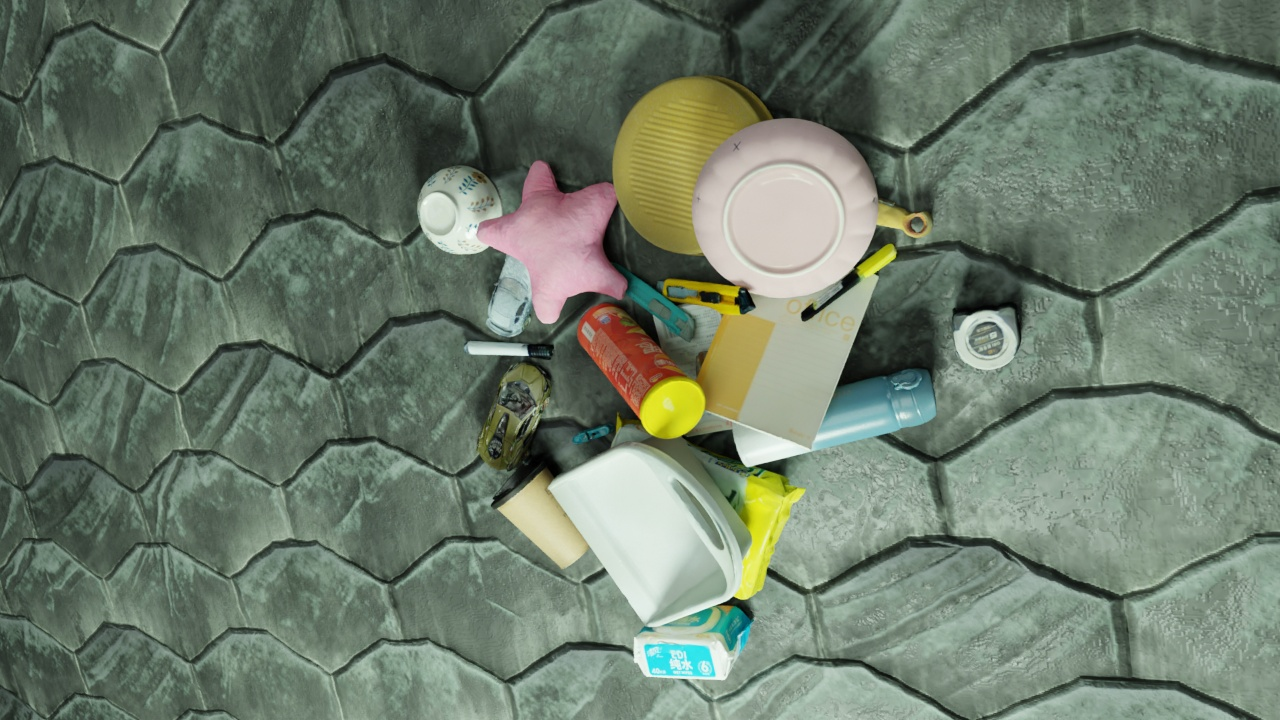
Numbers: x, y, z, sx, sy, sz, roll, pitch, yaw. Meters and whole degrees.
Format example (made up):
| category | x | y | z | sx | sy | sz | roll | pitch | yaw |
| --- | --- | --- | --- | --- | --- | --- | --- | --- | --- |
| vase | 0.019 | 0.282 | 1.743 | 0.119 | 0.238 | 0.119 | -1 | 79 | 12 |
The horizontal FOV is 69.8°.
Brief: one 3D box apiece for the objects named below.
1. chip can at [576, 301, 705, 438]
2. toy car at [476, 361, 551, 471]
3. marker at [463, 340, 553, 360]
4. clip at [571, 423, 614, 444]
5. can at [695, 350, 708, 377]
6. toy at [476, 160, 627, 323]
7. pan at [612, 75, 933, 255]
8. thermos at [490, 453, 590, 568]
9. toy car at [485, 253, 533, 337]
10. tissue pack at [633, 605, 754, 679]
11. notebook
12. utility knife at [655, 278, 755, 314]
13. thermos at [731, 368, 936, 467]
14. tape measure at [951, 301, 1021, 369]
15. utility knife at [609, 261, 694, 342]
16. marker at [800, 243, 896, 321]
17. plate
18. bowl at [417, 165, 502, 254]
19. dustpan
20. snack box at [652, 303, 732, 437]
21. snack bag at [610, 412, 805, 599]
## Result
| category | x | y | z | sx | sy | sz | roll | pitch | yaw |
| --- | --- | --- | --- | --- | --- | --- | --- | --- | --- |
| chip can | -0.006 | 0.006 | 1.030 | 0.216 | 0.073 | 0.073 | 47 | 128 | 55 |
| toy car | -0.169 | 0.074 | 1.211 | 0.070 | 0.042 | 0.158 | 29 | 112 | 14 |
| marker | -0.173 | -0.013 | 1.200 | 0.131 | 0.018 | 0.022 | 2 | 86 | 23 |
| clip | -0.061 | 0.094 | 1.178 | 0.057 | 0.046 | 0.014 | -20 | 93 | 23 |
| can | 0.138 | 0.010 | 1.026 | 0.147 | 0.057 | 0.058 | -7 | 102 | 10 |
| toy | -0.086 | -0.143 | 1.092 | 0.179 | 0.074 | 0.194 | -41 | 81 | 13 |
| pan | 0.135 | -0.191 | 0.996 | 0.358 | 0.078 | 0.198 | 21 | 109 | 25 |
| thermos | -0.127 | 0.199 | 1.203 | 0.093 | 0.092 | 0.143 | -39 | 94 | 28 |
| toy car | -0.158 | -0.088 | 1.163 | 0.054 | 0.036 | 0.121 | 30 | 111 | 15 |
| tissue pack | 0.066 | 0.350 | 1.153 | 0.140 | 0.089 | 0.063 | -7 | 102 | 26 |
| notebook | 0.154 | -0.021 | 0.994 | 0.146 | 0.010 | 0.206 | 20 | 79 | 19 |
| utility knife | 0.066 | -0.072 | 1.033 | 0.173 | 0.015 | 0.033 | 14 | 115 | 53 |
| thermos | 0.212 | 0.061 | 1.008 | 0.221 | 0.070 | 0.070 | -17 | 97 | 19 |
| tape measure | 0.358 | -0.025 | 0.949 | 0.066 | 0.033 | 0.066 | -5 | 100 | 27 |
| utility knife | 0.007 | -0.074 | 1.084 | 0.160 | 0.013 | 0.029 | 38 | 100 | 28 |
| marker | 0.221 | -0.081 | 0.979 | 0.124 | 0.018 | 0.015 | -38 | 121 | 4 |
| plate | 0.147 | -0.148 | 0.942 | 0.192 | 0.039 | 0.193 | 4 | 118 | 8 |
| bowl | -0.238 | -0.186 | 1.157 | 0.114 | 0.062 | 0.113 | 7 | 109 | 22 |
| dustpan | 0.008 | 0.194 | 1.032 | 0.258 | 0.142 | 0.222 | -37 | 87 | 28 |
| snack box | 0.075 | 0.008 | 1.089 | 0.085 | 0.026 | 0.157 | -11 | 99 | 26 |
| snack bag | 0.062 | 0.174 | 1.118 | 0.247 | 0.068 | 0.158 | 22 | 113 | 18 |
